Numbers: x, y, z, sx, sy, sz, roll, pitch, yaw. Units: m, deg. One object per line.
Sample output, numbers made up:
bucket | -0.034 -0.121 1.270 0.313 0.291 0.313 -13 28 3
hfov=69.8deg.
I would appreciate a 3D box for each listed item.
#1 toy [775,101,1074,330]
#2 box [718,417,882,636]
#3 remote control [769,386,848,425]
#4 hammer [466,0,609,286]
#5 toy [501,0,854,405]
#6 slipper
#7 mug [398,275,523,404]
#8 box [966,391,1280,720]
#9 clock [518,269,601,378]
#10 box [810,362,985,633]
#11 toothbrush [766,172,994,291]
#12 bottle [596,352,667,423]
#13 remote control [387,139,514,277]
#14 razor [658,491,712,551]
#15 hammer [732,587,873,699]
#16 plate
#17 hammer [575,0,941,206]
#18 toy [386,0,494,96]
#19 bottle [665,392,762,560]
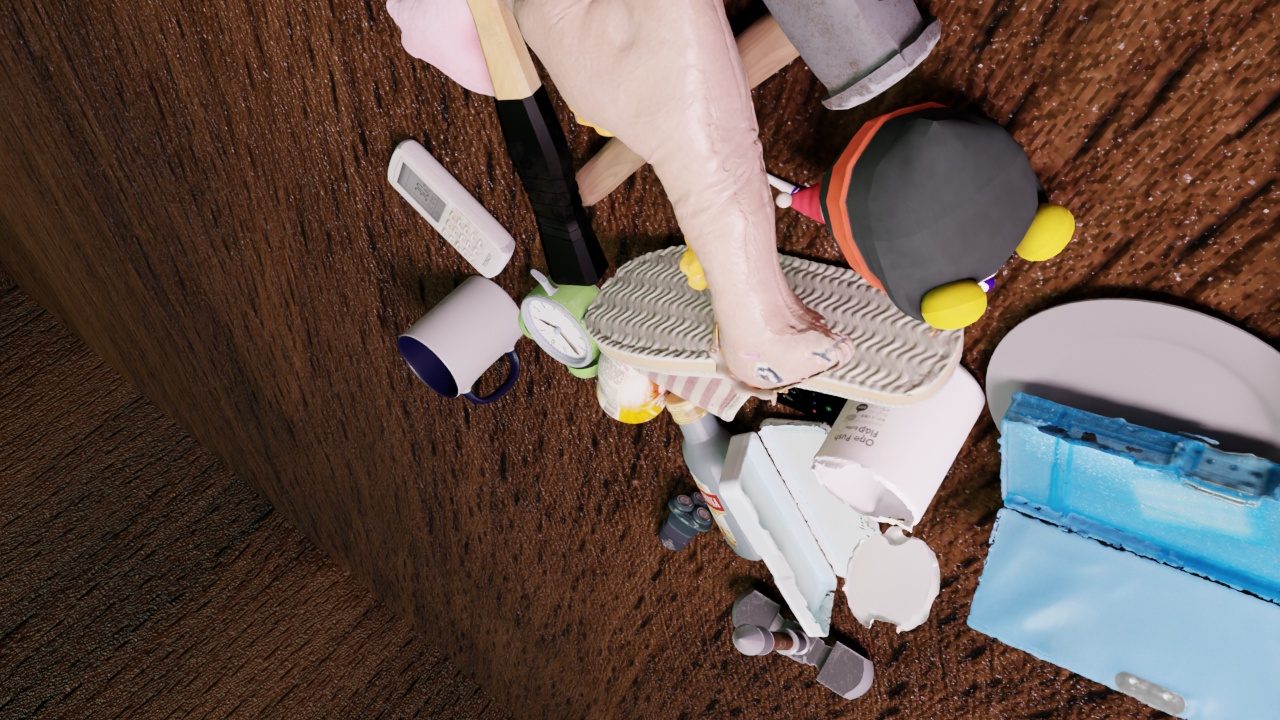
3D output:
toy | 0.138 -0.080 0.470 0.100 0.097 0.119 56 170 -21
box | 0.151 0.135 0.759 0.096 0.085 0.199 -14 124 26
remote control | 0.113 0.020 0.697 0.150 0.013 0.034 23 145 30
hammer | -0.083 -0.185 0.581 0.131 0.039 0.329 6 134 26
toy | 0.017 -0.098 0.506 0.196 0.065 0.264 16 135 45
slipper | 0.080 -0.015 0.605 0.263 0.114 0.052 11 151 36
mug | -0.166 -0.011 0.904 0.079 0.096 0.112 -3 127 51
box | 0.312 0.118 0.514 0.232 0.066 0.173 20 122 35
clock | -0.064 -0.032 0.812 0.094 0.042 0.120 41 149 6
box | 0.162 0.080 0.581 0.085 0.159 0.118 11 148 51
toothbrush | 0.123 -0.085 0.551 0.187 0.016 0.015 31 148 20
bottle | -0.005 0.004 0.767 0.063 0.063 0.109 33 149 17
remote control | -0.170 -0.135 0.823 0.138 0.025 0.060 45 150 -4
razor | 0.041 0.171 0.943 0.047 0.052 0.143 35 154 8
hammer | 0.122 0.247 0.809 0.156 0.043 0.322 28 174 24
plate | 0.284 0.034 0.514 0.178 0.012 0.179 30 148 21
hammer | 0.031 -0.155 0.548 0.098 0.052 0.329 50 152 -13
toy | -0.128 -0.226 0.632 0.093 0.050 0.102 13 143 23
bottle | 0.069 0.094 0.796 0.161 0.046 0.072 63 172 -22
